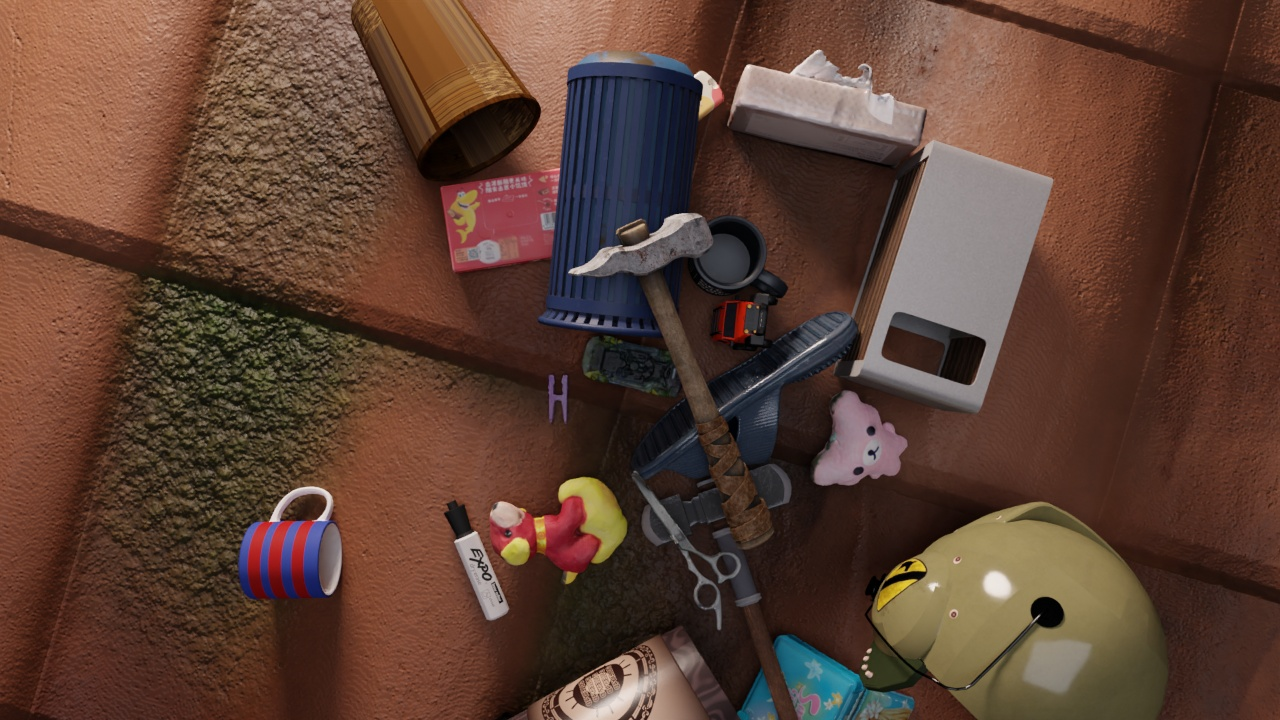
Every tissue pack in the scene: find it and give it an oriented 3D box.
[{"bbox_3d":[0.183,-0.247,0.900,0.181,0.104,0.071,16,87,1],"label":"tissue pack"}]

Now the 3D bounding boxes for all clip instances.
[{"bbox_3d":[-0.088,0.039,0.943,0.037,0.013,0.053,16,87,-1],"label":"clip"}]

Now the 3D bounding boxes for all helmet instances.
[{"bbox_3d":[0.332,0.247,0.810,0.250,0.255,0.233,43,93,-1],"label":"helmet"}]

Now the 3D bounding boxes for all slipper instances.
[{"bbox_3d":[0.111,0.052,0.907,0.263,0.101,0.082,-35,106,0],"label":"slipper"}]

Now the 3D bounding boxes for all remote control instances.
[{"bbox_3d":[0.030,-0.247,0.942,0.125,0.018,0.038,-39,90,-2],"label":"remote control"}]

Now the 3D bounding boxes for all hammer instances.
[{"bbox_3d":[0.049,0.028,0.816,0.121,0.049,0.319,-26,106,-14],"label":"hammer"},{"bbox_3d":[0.117,0.270,0.891,0.156,0.043,0.322,-18,77,0],"label":"hammer"}]

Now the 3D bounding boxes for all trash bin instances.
[{"bbox_3d":[-0.016,-0.153,0.868,0.139,0.139,0.249,6,95,0],"label":"trash bin"},{"bbox_3d":[0.288,-0.076,0.892,0.114,0.114,0.229,18,90,0],"label":"trash bin"}]

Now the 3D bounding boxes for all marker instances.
[{"bbox_3d":[-0.169,0.202,0.935,0.025,0.025,0.126,-23,90,0],"label":"marker"}]

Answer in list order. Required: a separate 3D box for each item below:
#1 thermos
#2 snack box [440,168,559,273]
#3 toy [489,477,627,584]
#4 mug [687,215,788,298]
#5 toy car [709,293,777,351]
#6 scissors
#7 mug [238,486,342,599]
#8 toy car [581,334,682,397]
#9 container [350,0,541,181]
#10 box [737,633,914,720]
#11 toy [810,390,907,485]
[{"bbox_3d":[-0.022,0.368,0.870,0.226,0.173,0.172,-31,90,-7],"label":"thermos"},{"bbox_3d":[-0.132,-0.143,0.938,0.133,0.021,0.089,-9,89,0],"label":"snack box"},{"bbox_3d":[-0.081,0.174,0.922,0.137,0.067,0.105,-8,92,-13],"label":"toy"},{"bbox_3d":[0.099,-0.093,0.910,0.105,0.077,0.071,32,89,0],"label":"mug"},{"bbox_3d":[0.100,-0.037,0.899,0.049,0.100,0.051,7,87,-7],"label":"toy car"},{"bbox_3d":[0.035,0.180,0.867,0.171,0.014,0.090,34,78,-11],"label":"scissors"},{"bbox_3d":[-0.345,0.181,0.917,0.076,0.075,0.111,-1,63,0],"label":"mug"},{"bbox_3d":[-0.005,0.005,0.932,0.105,0.033,0.048,13,91,4],"label":"toy car"},{"bbox_3d":[-0.196,-0.282,0.891,0.132,0.132,0.167,-31,84,-1],"label":"container"},{"bbox_3d":[0.163,0.410,0.911,0.172,0.083,0.227,27,89,0],"label":"box"},{"bbox_3d":[0.224,0.086,0.924,0.096,0.053,0.099,17,93,-13],"label":"toy"}]
